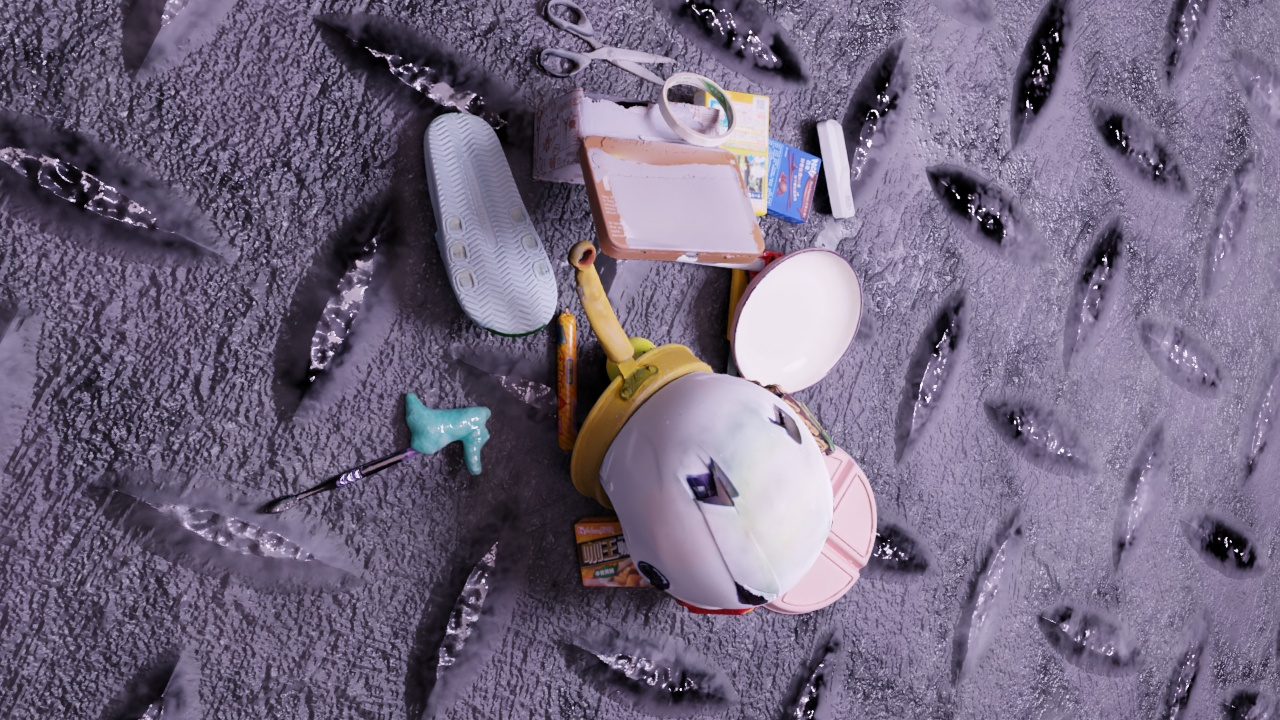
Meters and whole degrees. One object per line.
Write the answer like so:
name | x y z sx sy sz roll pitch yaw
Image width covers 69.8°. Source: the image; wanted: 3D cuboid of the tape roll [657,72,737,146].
tape roll | 0.059 -0.257 0.939 0.085 0.014 0.085 11 60 -21

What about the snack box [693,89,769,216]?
snack box | 0.105 -0.241 1.071 0.086 0.034 0.140 0 91 -25

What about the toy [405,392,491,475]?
toy | -0.199 0.076 0.967 0.091 0.030 0.096 -7 83 -25

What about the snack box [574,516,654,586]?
snack box | 0.004 0.212 1.021 0.026 0.154 0.075 -24 107 -66

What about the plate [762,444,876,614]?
plate | 0.216 0.216 1.183 0.229 0.028 0.229 -2 94 -26

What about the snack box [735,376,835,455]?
snack box | 0.137 0.099 1.081 0.105 0.118 0.117 -49 117 -18

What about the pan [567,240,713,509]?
pan | -0.014 0.019 0.946 0.197 0.078 0.358 -43 150 -22

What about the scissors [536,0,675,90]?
scissors | -0.039 -0.351 1.035 0.163 0.014 0.164 -37 109 -20

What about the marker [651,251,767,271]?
marker | 0.080 -0.121 1.086 0.145 0.017 0.017 5 90 -13

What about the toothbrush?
toothbrush | -0.288 0.116 0.937 0.188 0.017 0.014 -22 97 -25

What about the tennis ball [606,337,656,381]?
tennis ball | -0.006 0.006 1.041 0.065 0.065 0.065 -1 93 -26

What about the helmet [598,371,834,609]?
helmet | 0.102 0.136 0.915 0.228 0.146 0.259 -35 104 -26

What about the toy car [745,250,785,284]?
toy car | 0.175 -0.109 1.138 0.106 0.031 0.049 5 89 -33

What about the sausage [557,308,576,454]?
sausage | -0.082 0.024 1.029 0.021 0.021 0.165 -2 93 -26

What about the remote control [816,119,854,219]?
remote control | 0.250 -0.243 1.166 0.048 0.024 0.125 -28 108 -58

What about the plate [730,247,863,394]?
plate | 0.186 -0.050 1.125 0.192 0.039 0.193 -13 120 -24

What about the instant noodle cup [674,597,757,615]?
instant noodle cup | 0.090 0.214 1.061 0.115 0.116 0.124 -35 108 -47

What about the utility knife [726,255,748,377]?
utility knife | 0.117 -0.065 1.123 0.033 0.015 0.223 6 90 -42

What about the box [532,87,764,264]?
box | 0.006 -0.199 0.947 0.179 0.269 0.136 0 124 -27

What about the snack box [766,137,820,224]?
snack box | 0.145 -0.230 1.124 0.157 0.026 0.084 15 86 -26

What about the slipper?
slipper | -0.167 -0.137 0.954 0.103 0.074 0.245 -15 83 -24
